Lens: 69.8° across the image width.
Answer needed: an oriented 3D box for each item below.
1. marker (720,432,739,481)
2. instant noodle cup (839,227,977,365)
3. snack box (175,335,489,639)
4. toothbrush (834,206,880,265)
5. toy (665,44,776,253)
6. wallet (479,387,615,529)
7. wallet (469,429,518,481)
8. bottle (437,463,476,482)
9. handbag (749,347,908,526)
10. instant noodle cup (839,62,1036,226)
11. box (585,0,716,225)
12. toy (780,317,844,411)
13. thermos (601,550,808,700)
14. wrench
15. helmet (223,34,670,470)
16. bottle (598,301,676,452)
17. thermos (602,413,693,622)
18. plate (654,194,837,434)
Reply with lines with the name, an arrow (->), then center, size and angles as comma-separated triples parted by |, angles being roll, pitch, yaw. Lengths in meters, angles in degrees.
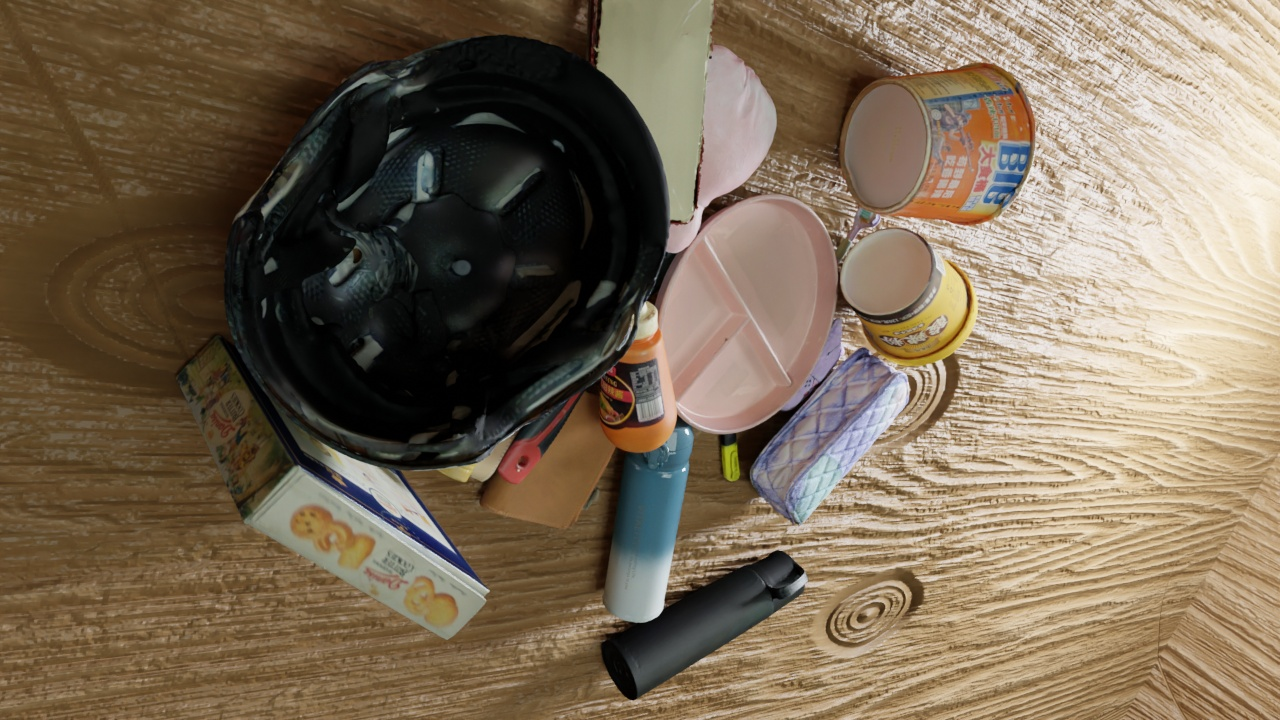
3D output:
marker -> 0.092, 0.075, 0.951 | 0.018, 0.015, 0.124 | -27, 127, -28
instant noodle cup -> 0.264, -0.068, 0.921 | 0.118, 0.118, 0.114 | -56, 141, 2
snack box -> -0.203, 0.082, 0.605 | 0.045, 0.182, 0.178 | -46, 134, -6
toothbrush -> 0.182, -0.072, 0.931 | 0.029, 0.021, 0.189 | 30, 97, -21
toy -> 0.041, -0.170, 0.738 | 0.121, 0.054, 0.159 | 32, 94, -32
wallet -> -0.070, 0.084, 0.817 | 0.107, 0.031, 0.132 | 22, 100, -40
wallet -> -0.148, 0.047, 0.742 | 0.115, 0.024, 0.087 | 30, 100, -43
bottle -> -0.093, -0.010, 0.697 | 0.065, 0.065, 0.218 | 32, 83, -44
handbag -> 0.204, 0.080, 0.993 | 0.193, 0.075, 0.134 | -45, 150, -7
instant noodle cup -> 0.264, -0.196, 0.843 | 0.111, 0.151, 0.152 | -7, 119, -26
box -> 0.006, -0.183, 0.657 | 0.091, 0.075, 0.168 | 1, 109, -9
toy -> 0.176, 0.010, 0.963 | 0.108, 0.039, 0.084 | -49, 153, -6
thermos -> 0.079, 0.285, 1.017 | 0.242, 0.090, 0.068 | -22, 85, -27
wrench -> -0.036, -0.014, 0.771 | 0.273, 0.016, 0.056 | -58, 139, -8
helmet -> -0.123, -0.063, 0.594 | 0.230, 0.157, 0.273 | 44, 76, -15
bottle -> -0.004, 0.004, 0.756 | 0.066, 0.067, 0.150 | -23, 129, -26
thermos -> 0.006, 0.151, 0.893 | 0.070, 0.070, 0.221 | -10, 121, -34
plate -> 0.098, -0.042, 0.853 | 0.229, 0.028, 0.230 | -16, 118, -34
